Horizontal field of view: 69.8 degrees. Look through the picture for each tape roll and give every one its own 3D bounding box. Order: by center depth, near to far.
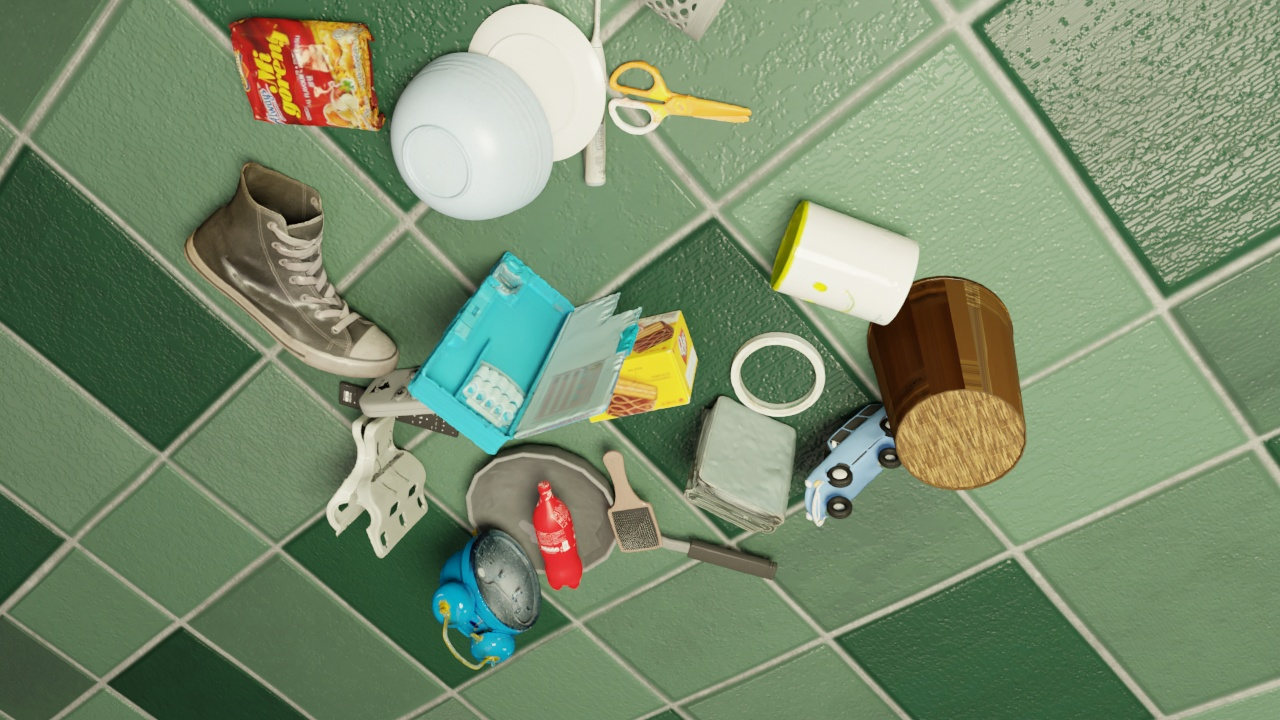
[{"bbox_3d":[0.137,0.015,0.917,0.093,0.013,0.093,6,122,9],"label":"tape roll"}]

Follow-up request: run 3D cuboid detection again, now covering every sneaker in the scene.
[{"bbox_3d":[-0.323,-0.083,0.910,0.235,0.095,0.120,43,120,-7],"label":"sneaker"}]

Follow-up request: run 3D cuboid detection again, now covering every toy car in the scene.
[{"bbox_3d":[0.206,0.096,0.887,0.055,0.153,0.056,29,142,38],"label":"toy car"}]

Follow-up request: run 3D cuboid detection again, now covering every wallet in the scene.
[{"bbox_3d":[0.100,0.104,0.911,0.100,0.131,0.054,24,126,-3],"label":"wallet"}]

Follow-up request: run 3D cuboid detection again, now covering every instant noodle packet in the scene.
[{"bbox_3d":[-0.297,-0.256,0.826,0.135,0.039,0.099,6,129,7],"label":"instant noodle packet"}]

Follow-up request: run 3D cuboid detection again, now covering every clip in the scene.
[{"bbox_3d":[-0.301,0.130,1.017,0.105,0.126,0.152,-17,103,13],"label":"clip"}]

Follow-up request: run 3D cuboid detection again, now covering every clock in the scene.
[{"bbox_3d":[-0.169,0.258,0.994,0.060,0.161,0.117,-28,110,22],"label":"clock"}]

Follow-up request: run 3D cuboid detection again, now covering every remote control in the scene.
[{"bbox_3d":[-0.219,0.029,0.963,0.151,0.074,0.019,-4,120,14],"label":"remote control"},{"bbox_3d":[-0.270,0.055,1.028,0.140,0.009,0.030,16,123,2],"label":"remote control"}]

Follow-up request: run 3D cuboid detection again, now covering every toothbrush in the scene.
[{"bbox_3d":[-0.038,-0.241,0.791,0.022,0.024,0.186,-17,128,-30],"label":"toothbrush"}]

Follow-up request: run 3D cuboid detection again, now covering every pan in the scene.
[{"bbox_3d":[-0.020,0.189,1.040,0.357,0.041,0.179,15,123,2],"label":"pan"}]

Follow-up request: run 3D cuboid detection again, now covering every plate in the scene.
[{"bbox_3d":[-0.095,-0.237,0.796,0.135,0.011,0.135,11,123,18],"label":"plate"}]

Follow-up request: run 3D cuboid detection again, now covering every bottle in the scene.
[{"bbox_3d":[-0.093,0.192,1.005,0.042,0.041,0.142,-2,121,13],"label":"bottle"}]

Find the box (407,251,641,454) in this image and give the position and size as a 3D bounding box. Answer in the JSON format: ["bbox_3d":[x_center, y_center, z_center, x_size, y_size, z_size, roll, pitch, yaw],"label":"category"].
[{"bbox_3d":[-0.090,-0.008,0.823,0.171,0.226,0.084,12,123,4],"label":"box"}]

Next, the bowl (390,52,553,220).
[{"bbox_3d":[-0.160,-0.184,0.803,0.151,0.074,0.151,13,127,18],"label":"bowl"}]

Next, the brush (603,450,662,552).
[{"bbox_3d":[-0.015,0.155,0.984,0.050,0.015,0.136,-10,118,11],"label":"brush"}]

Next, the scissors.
[{"bbox_3d":[0.034,-0.218,0.795,0.128,0.013,0.065,14,124,4],"label":"scissors"}]

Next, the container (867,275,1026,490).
[{"bbox_3d":[0.270,0.022,0.802,0.132,0.166,0.132,5,122,8],"label":"container"}]

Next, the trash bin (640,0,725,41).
[{"bbox_3d":[0.006,-0.345,0.642,0.183,0.156,0.157,32,122,-6],"label":"trash bin"}]

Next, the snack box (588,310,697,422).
[{"bbox_3d":[-0.005,0.005,0.899,0.106,0.083,0.061,-12,119,17],"label":"snack box"}]

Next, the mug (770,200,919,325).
[{"bbox_3d":[0.178,-0.085,0.807,0.106,0.082,0.083,19,123,-2],"label":"mug"}]
